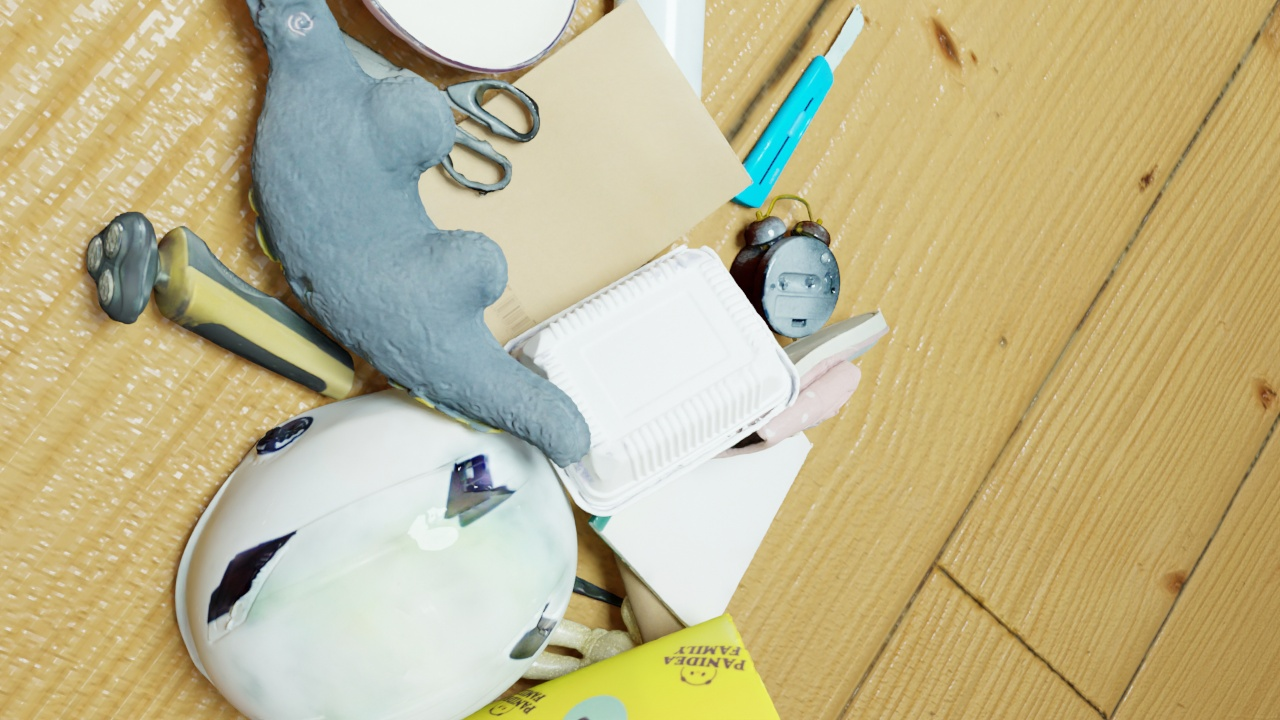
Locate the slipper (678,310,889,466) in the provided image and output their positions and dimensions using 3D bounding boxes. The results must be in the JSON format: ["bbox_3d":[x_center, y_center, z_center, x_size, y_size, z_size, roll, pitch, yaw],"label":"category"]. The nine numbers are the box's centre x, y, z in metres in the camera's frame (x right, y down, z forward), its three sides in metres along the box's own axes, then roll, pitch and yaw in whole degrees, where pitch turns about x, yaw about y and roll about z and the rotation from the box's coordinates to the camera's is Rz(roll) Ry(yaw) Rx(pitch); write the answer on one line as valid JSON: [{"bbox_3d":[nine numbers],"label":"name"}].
[{"bbox_3d":[0.114,0.028,0.721,0.273,0.114,0.054,-30,97,-44],"label":"slipper"}]

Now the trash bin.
[{"bbox_3d":[-0.015,0.308,0.614,0.255,0.229,0.230,-26,115,-2],"label":"trash bin"}]

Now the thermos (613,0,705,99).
[{"bbox_3d":[0.014,-0.247,0.647,0.073,0.073,0.224,-4,103,-30],"label":"thermos"}]

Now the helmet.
[{"bbox_3d":[-0.149,0.139,0.573,0.258,0.146,0.229,-26,106,-23],"label":"helmet"}]

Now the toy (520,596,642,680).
[{"bbox_3d":[-0.033,0.238,0.737,0.157,0.066,0.105,19,75,-26],"label":"toy"}]

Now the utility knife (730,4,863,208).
[{"bbox_3d":[0.132,-0.210,0.755,0.034,0.018,0.202,37,80,-31],"label":"utility knife"}]

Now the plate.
[{"bbox_3d":[-0.116,-0.269,0.556,0.192,0.039,0.192,-2,93,-47],"label":"plate"}]

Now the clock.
[{"bbox_3d":[0.119,-0.075,0.755,0.082,0.055,0.122,1,100,-31],"label":"clock"}]

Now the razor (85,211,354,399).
[{"bbox_3d":[-0.245,-0.024,0.550,0.167,0.062,0.067,38,49,-37],"label":"razor"}]

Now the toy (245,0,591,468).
[{"bbox_3d":[-0.157,-0.081,0.541,0.356,0.138,0.091,63,33,-8],"label":"toy"}]

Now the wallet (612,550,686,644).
[{"bbox_3d":[0.020,0.161,0.735,0.090,0.033,0.115,-20,92,-43],"label":"wallet"}]

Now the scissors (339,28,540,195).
[{"bbox_3d":[-0.142,-0.178,0.572,0.142,0.014,0.173,-26,106,-5],"label":"scissors"}]

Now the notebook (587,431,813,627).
[{"bbox_3d":[0.059,0.098,0.744,0.150,0.012,0.208,51,57,-24],"label":"notebook"}]

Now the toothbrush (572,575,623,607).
[{"bbox_3d":[-0.029,0.194,0.752,0.181,0.018,0.015,32,87,-31],"label":"toothbrush"}]

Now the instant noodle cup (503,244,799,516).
[{"bbox_3d":[0.008,0.003,0.593,0.173,0.060,0.138,-30,77,-10],"label":"instant noodle cup"}]

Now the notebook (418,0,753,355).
[{"bbox_3d":[-0.048,-0.118,0.619,0.211,0.012,0.149,-37,107,-1],"label":"notebook"}]
